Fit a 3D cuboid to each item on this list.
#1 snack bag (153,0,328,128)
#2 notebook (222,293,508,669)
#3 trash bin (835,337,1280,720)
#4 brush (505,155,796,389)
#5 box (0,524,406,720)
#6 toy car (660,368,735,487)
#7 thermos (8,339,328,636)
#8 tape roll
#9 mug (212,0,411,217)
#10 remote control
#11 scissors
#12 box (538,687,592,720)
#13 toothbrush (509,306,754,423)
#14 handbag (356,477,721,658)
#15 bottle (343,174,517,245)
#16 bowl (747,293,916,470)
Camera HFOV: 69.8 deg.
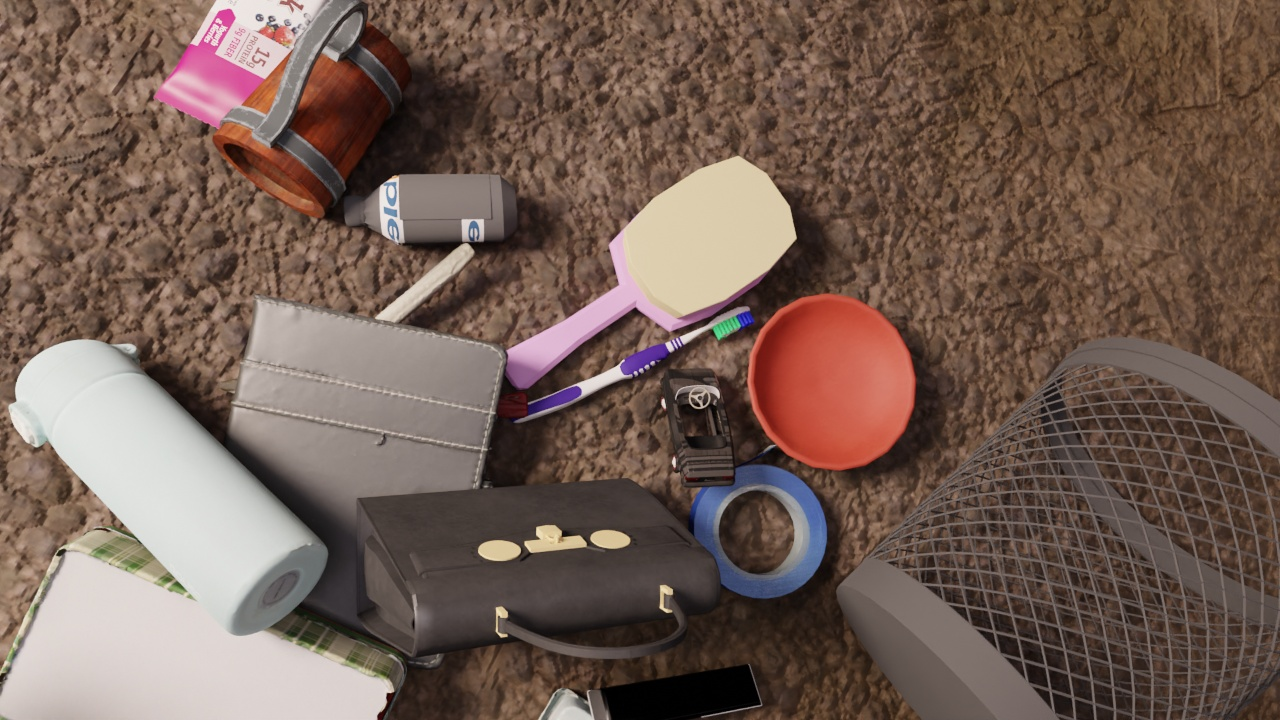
[{"bbox_3d":[-0.249,-0.246,0.626,0.070,0.016,0.196,26,78,-7],"label":"snack bag"},{"bbox_3d":[-0.178,0.077,0.573,0.169,0.029,0.209,12,91,-7],"label":"notebook"},{"bbox_3d":[0.271,0.141,0.567,0.227,0.218,0.218,-38,90,-9],"label":"trash bin"},{"bbox_3d":[0.004,-0.054,0.630,0.228,0.043,0.089,-35,89,-13],"label":"brush"},{"bbox_3d":[-0.250,0.187,0.531,0.205,0.050,0.117,24,91,-7],"label":"box"},{"bbox_3d":[0.039,0.042,0.611,0.040,0.037,0.092,-1,49,-9],"label":"toy car"},{"bbox_3d":[-0.271,0.065,0.521,0.207,0.065,0.077,37,46,17],"label":"thermos"},{"bbox_3d":[0.081,0.117,0.631,0.091,0.016,0.093,-32,88,-13],"label":"tape roll"},{"bbox_3d":[-0.202,-0.164,0.573,0.081,0.117,0.111,31,74,-4],"label":"mug"},{"bbox_3d":[0.025,0.214,0.584,0.124,0.012,0.028,2,56,-30],"label":"remote control"},{"bbox_3d":[-0.163,0.001,0.597,0.198,0.015,0.179,19,87,-5],"label":"scissors"},{"bbox_3d":[0.013,0.292,0.578,0.199,0.067,0.083,34,58,-5],"label":"box"},{"bbox_3d":[-0.004,0.004,0.634,0.186,0.015,0.016,-25,80,-12],"label":"toothbrush"},{"bbox_3d":[-0.045,0.122,0.490,0.175,0.196,0.072,-1,94,-26],"label":"handbag"},{"bbox_3d":[-0.138,-0.100,0.609,0.112,0.047,0.047,-2,82,-11],"label":"bottle"},{"bbox_3d":[0.129,0.016,0.646,0.122,0.035,0.122,2,81,-10],"label":"bowl"}]
